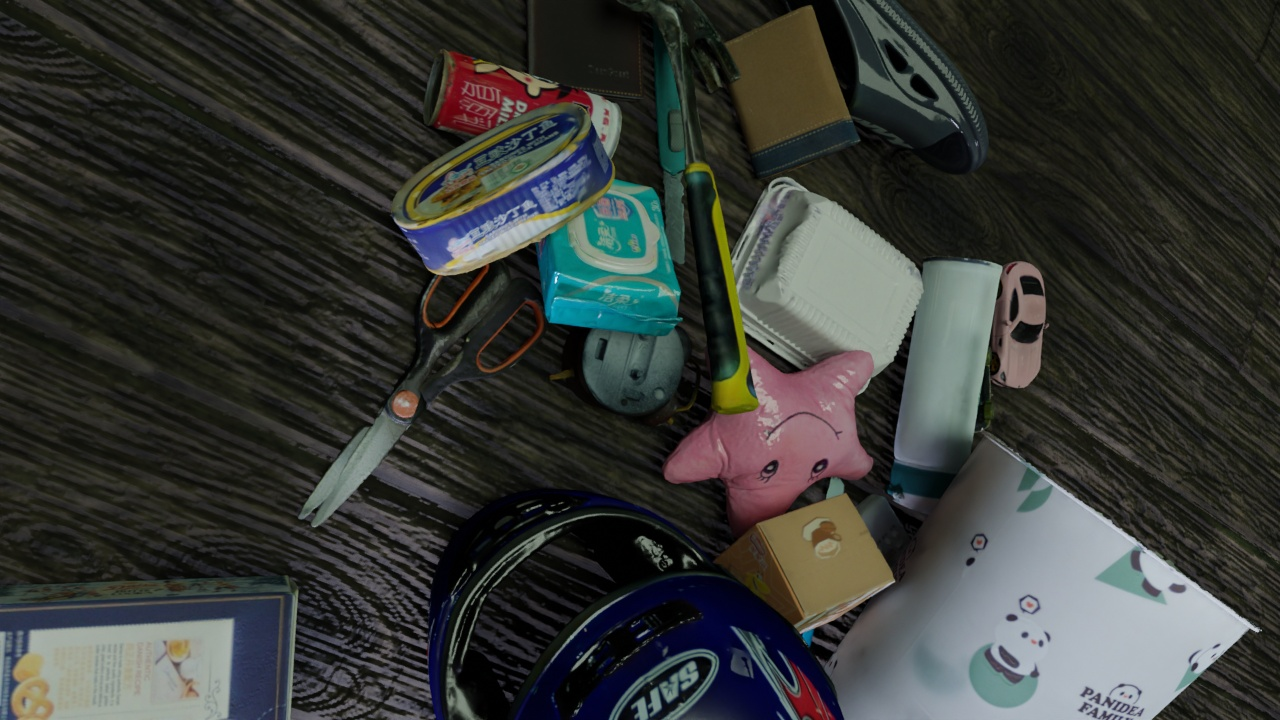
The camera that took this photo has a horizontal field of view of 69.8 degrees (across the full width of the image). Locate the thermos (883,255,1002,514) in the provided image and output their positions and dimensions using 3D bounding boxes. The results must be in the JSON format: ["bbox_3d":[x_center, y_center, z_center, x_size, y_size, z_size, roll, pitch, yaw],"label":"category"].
[{"bbox_3d":[0.268,0.025,0.808,0.073,0.073,0.224,8,91,-25],"label":"thermos"}]

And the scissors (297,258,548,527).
[{"bbox_3d":[-0.144,0.029,0.642,0.142,0.022,0.234,21,81,-25],"label":"scissors"}]

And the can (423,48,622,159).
[{"bbox_3d":[-0.083,-0.177,0.655,0.132,0.053,0.053,10,86,-25],"label":"can"}]

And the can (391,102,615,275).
[{"bbox_3d":[-0.092,-0.115,0.618,0.148,0.074,0.049,-27,137,2],"label":"can"}]

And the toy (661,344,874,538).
[{"bbox_3d":[0.113,0.069,0.736,0.194,0.074,0.179,8,106,-26],"label":"toy"}]

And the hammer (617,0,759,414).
[{"bbox_3d":[0.048,-0.121,0.670,0.126,0.032,0.323,8,71,-53],"label":"hammer"}]

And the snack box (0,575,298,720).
[{"bbox_3d":[-0.308,0.226,0.550,0.182,0.046,0.178,4,88,-26],"label":"snack box"}]

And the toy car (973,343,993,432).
[{"bbox_3d":[0.303,0.021,0.845,0.035,0.042,0.090,9,80,-60],"label":"toy car"}]

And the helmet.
[{"bbox_3d":[0.004,0.236,0.592,0.246,0.241,0.315,-33,102,-23],"label":"helmet"}]

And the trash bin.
[{"bbox_3d":[0.284,0.221,0.712,0.229,0.229,0.252,32,100,-22],"label":"trash bin"}]

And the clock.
[{"bbox_3d":[-0.004,0.004,0.691,0.122,0.055,0.082,19,81,-25],"label":"clock"}]

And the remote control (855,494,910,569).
[{"bbox_3d":[0.229,0.193,0.821,0.058,0.021,0.150,-39,105,-20],"label":"remote control"}]

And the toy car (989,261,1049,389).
[{"bbox_3d":[0.362,-0.034,0.878,0.056,0.037,0.122,2,90,-24],"label":"toy car"}]

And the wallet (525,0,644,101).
[{"bbox_3d":[-0.042,-0.262,0.695,0.096,0.020,0.122,-2,93,-26],"label":"wallet"}]

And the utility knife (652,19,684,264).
[{"bbox_3d":[0.026,-0.188,0.729,0.029,0.013,0.223,-3,91,-27],"label":"utility knife"}]

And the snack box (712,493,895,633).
[{"bbox_3d":[0.122,0.166,0.712,0.092,0.095,0.077,-11,63,-30],"label":"snack box"}]

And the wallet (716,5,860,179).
[{"bbox_3d":[0.116,-0.213,0.739,0.033,0.090,0.115,-37,108,-56],"label":"wallet"}]

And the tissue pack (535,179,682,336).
[{"bbox_3d":[-0.025,-0.075,0.649,0.093,0.050,0.133,6,47,-21],"label":"tissue pack"}]

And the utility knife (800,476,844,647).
[{"bbox_3d":[0.144,0.190,0.783,0.034,0.018,0.194,21,79,-23],"label":"utility knife"}]

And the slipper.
[{"bbox_3d":[0.176,-0.246,0.761,0.083,0.111,0.268,-43,102,-4],"label":"slipper"}]

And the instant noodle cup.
[{"bbox_3d":[0.161,-0.061,0.769,0.173,0.060,0.138,31,77,-21],"label":"instant noodle cup"}]
